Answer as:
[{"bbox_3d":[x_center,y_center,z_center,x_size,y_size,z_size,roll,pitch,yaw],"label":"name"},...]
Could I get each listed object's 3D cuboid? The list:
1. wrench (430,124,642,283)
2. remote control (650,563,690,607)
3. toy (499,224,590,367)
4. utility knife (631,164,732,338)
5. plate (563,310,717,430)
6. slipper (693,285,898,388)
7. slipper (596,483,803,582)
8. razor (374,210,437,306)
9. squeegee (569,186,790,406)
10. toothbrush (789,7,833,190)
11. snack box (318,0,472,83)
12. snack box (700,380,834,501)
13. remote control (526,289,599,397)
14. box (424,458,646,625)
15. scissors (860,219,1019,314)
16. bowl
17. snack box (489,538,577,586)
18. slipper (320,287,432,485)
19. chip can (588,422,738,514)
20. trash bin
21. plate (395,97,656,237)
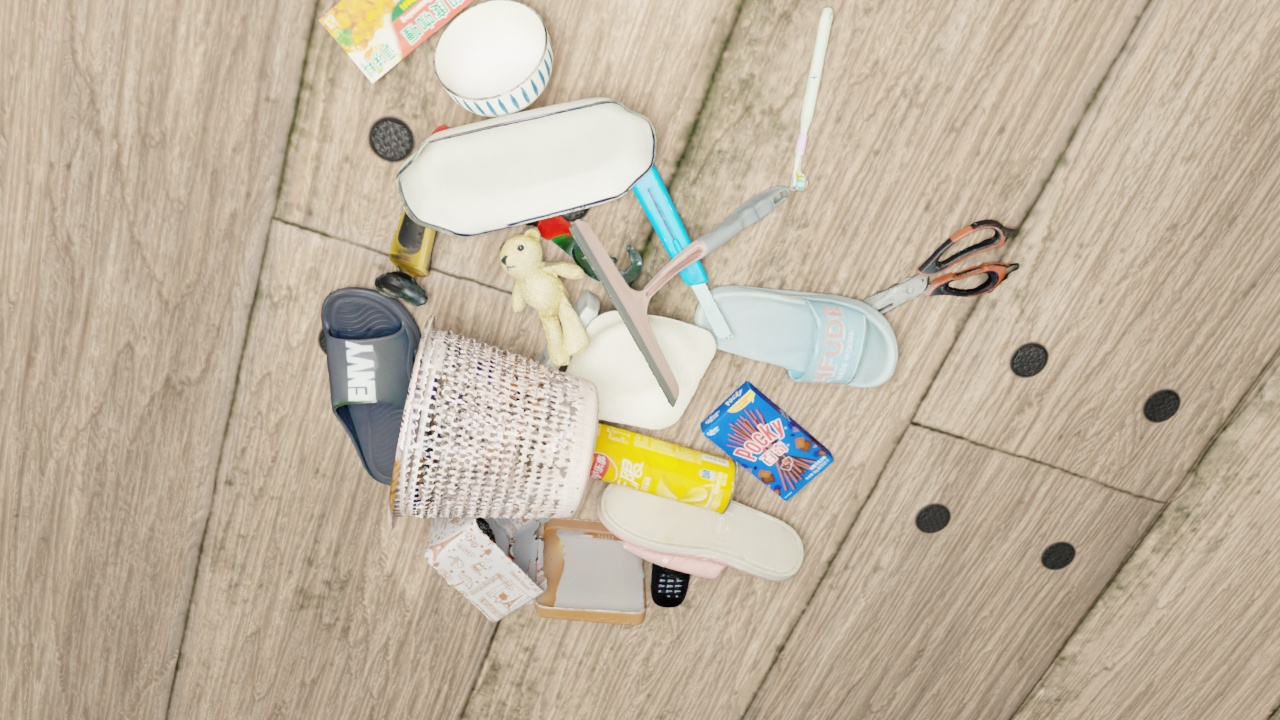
[{"bbox_3d":[-0.114,-0.165,1.012,0.273,0.016,0.056,33,106,-18],"label":"wrench"},{"bbox_3d":[0.043,0.271,1.229,0.053,0.024,0.137,5,114,-4],"label":"remote control"},{"bbox_3d":[-0.107,-0.069,1.010,0.105,0.066,0.157,-29,85,37],"label":"toy"},{"bbox_3d":[0.050,-0.116,1.025,0.034,0.018,0.216,-26,104,10],"label":"utility knife"},{"bbox_3d":[-0.006,0.006,1.077,0.164,0.034,0.164,12,125,-20],"label":"plate"},{"bbox_3d":[0.183,-0.027,1.062,0.245,0.074,0.104,13,114,-4],"label":"slipper"},{"bbox_3d":[0.075,0.218,1.162,0.274,0.114,0.055,17,141,-9],"label":"slipper"},{"bbox_3d":[-0.244,-0.140,0.994,0.062,0.067,0.168,21,107,5],"label":"razor"},{"bbox_3d":[0.066,-0.117,0.999,0.249,0.040,0.248,-39,123,-15],"label":"squeegee"},{"bbox_3d":[0.183,-0.275,0.976,0.020,0.029,0.190,22,118,31],"label":"toothbrush"},{"bbox_3d":[-0.232,-0.354,0.907,0.156,0.027,0.077,-35,114,13],"label":"snack box"},{"bbox_3d":[0.160,0.103,1.153,0.157,0.026,0.085,39,108,-19],"label":"snack box"},{"bbox_3d":[-0.091,-0.019,1.063,0.019,0.056,0.135,31,110,-18],"label":"remote control"},{"bbox_3d":[-0.123,0.230,1.113,0.273,0.178,0.125,26,112,-14],"label":"box"},{"bbox_3d":[0.338,-0.082,1.079,0.196,0.015,0.206,15,120,-14],"label":"scissors"},{"bbox_3d":[-0.139,-0.290,0.911,0.116,0.116,0.066,-18,158,5],"label":"bowl"},{"bbox_3d":[-0.104,0.271,1.202,0.207,0.057,0.058,1,113,-3],"label":"snack box"},{"bbox_3d":[-0.302,0.045,1.068,0.110,0.083,0.268,-6,117,-3],"label":"slipper"},{"bbox_3d":[0.009,0.127,1.124,0.213,0.072,0.072,15,114,-7],"label":"chip can"},{"bbox_3d":[-0.151,0.079,0.976,0.192,0.227,0.228,11,115,-10],"label":"trash bin"},{"bbox_3d":[-0.115,-0.202,0.935,0.265,0.034,0.162,-15,155,-4],"label":"plate"}]
